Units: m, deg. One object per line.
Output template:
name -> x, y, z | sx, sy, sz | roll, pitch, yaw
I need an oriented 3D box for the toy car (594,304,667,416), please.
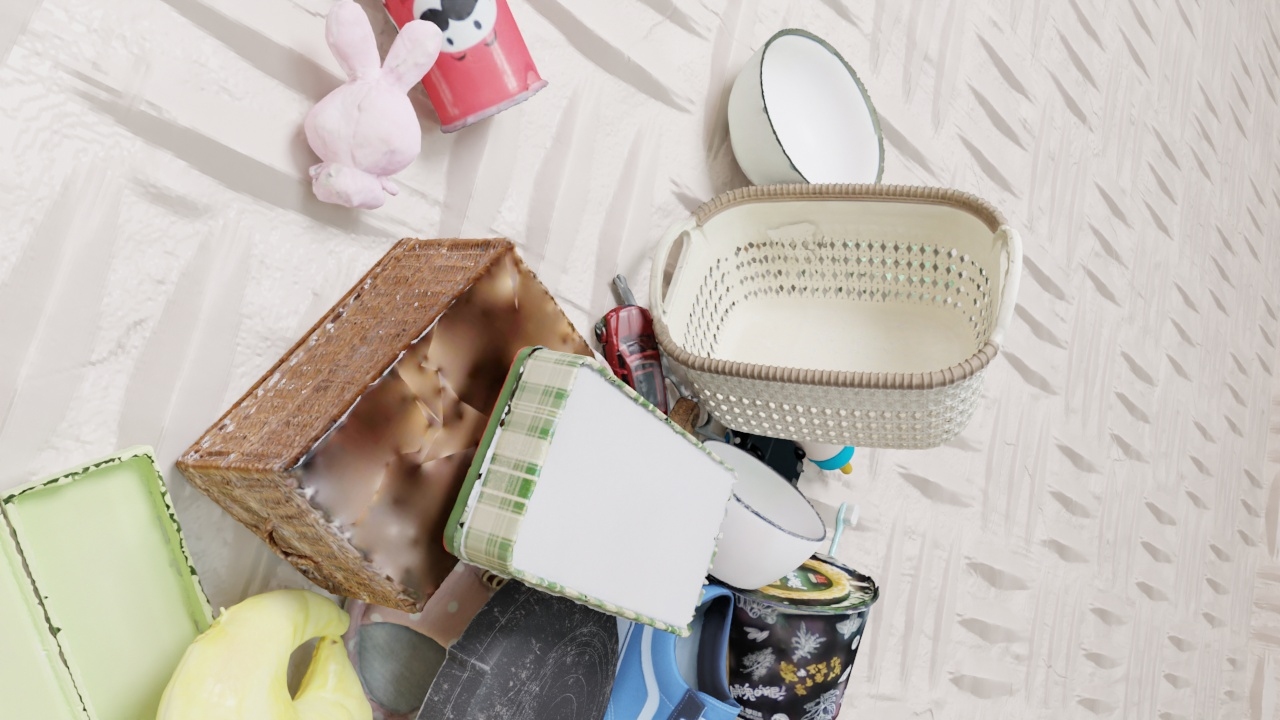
toy car -> -0.004, 0.004, 0.672 | 0.042, 0.036, 0.091 | -15, 97, -25

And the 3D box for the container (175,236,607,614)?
container -> -0.127, 0.028, 0.504 | 0.198, 0.113, 0.114 | -54, 125, -30

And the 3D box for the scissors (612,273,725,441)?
scissors -> 0.024, 0.003, 0.716 | 0.094, 0.014, 0.170 | -15, 104, -34

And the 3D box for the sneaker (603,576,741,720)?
sneaker -> 0.012, 0.269, 0.652 | 0.083, 0.098, 0.241 | 29, 71, -40

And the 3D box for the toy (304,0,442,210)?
toy -> -0.150, -0.139, 0.510 | 0.063, 0.047, 0.110 | 16, 105, -10

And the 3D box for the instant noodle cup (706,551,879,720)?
instant noodle cup -> 0.115, 0.222, 0.738 | 0.137, 0.137, 0.112 | -3, 103, -44

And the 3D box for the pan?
pan -> -0.033, 0.163, 0.599 | 0.356, 0.040, 0.208 | -58, 150, -27

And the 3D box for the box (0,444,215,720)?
box -> -0.260, 0.147, 0.424 | 0.140, 0.044, 0.188 | -40, 120, -60

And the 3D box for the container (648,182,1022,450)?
container -> 0.142, -0.030, 0.674 | 0.143, 0.246, 0.184 | 69, 34, -49

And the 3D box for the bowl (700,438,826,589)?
bowl -> 0.074, 0.119, 0.688 | 0.116, 0.116, 0.066 | 19, 111, -43

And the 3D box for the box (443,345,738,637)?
box -> -0.016, 0.081, 0.516 | 0.205, 0.050, 0.117 | 38, 65, -54

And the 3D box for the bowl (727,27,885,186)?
bowl -> 0.129, -0.188, 0.762 | 0.153, 0.073, 0.153 | 15, 66, -37

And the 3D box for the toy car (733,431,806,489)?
toy car -> 0.109, 0.079, 0.786 | 0.112, 0.034, 0.046 | 47, 59, -46

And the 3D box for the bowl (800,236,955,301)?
bowl -> 0.200, -0.079, 0.820 | 0.150, 0.151, 0.077 | -11, 140, -44

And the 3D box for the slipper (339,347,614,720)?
slipper -> -0.088, 0.101, 0.583 | 0.114, 0.055, 0.273 | 49, 59, -33

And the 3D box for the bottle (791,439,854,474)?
bottle -> 0.156, 0.058, 0.821 | 0.146, 0.051, 0.051 | 49, 59, -33

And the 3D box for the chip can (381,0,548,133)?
chip can -> -0.133, -0.252, 0.520 | 0.073, 0.073, 0.233 | -42, 118, -36

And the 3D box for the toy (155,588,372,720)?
toy -> -0.185, 0.201, 0.449 | 0.154, 0.065, 0.170 | -37, 120, -64

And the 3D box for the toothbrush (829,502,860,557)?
toothbrush -> 0.173, 0.217, 0.867 | 0.016, 0.017, 0.180 | 39, 65, -38

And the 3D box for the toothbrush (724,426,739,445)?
toothbrush -> 0.074, 0.059, 0.768 | 0.017, 0.016, 0.188 | 34, 67, -28
